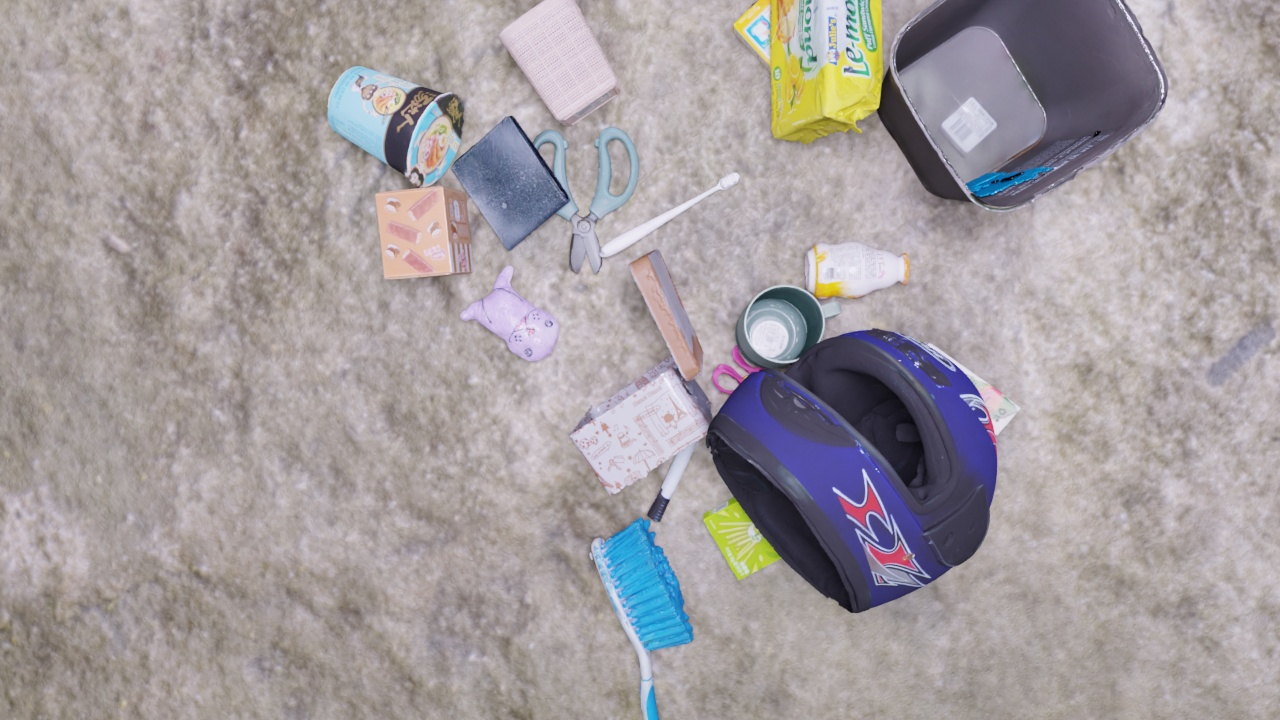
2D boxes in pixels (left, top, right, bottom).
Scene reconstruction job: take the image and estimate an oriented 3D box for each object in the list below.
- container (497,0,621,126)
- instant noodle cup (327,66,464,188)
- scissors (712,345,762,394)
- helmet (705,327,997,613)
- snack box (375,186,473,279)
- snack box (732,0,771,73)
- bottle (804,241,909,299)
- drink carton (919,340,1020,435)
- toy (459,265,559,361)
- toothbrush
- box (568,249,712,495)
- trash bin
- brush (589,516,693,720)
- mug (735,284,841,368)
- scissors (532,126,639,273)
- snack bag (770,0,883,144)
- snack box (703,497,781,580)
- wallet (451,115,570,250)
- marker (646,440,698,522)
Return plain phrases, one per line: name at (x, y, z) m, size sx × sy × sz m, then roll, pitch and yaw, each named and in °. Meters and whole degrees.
container at (-0.081, -0.323, 0.995) m, size 0.090 × 0.090 × 0.111 m, roll -32°, pitch 96°, yaw 7°
instant noodle cup at (-0.274, -0.264, 1.012) m, size 0.120 × 0.111 × 0.111 m, roll 26°, pitch 98°, yaw 9°
scissors at (0.152, 0.032, 1.055) m, size 0.137 × 0.017 × 0.072 m, roll 32°, pitch 90°, yaw -4°
helmet at (0.219, 0.086, 0.893) m, size 0.240 × 0.315 × 0.247 m, roll -43°, pitch 51°, yaw -10°
snack box at (-0.239, -0.141, 1.024) m, size 0.077 × 0.092 × 0.094 m, roll -5°, pitch 96°, yaw 5°
snack box at (0.178, -0.342, 0.999) m, size 0.087 × 0.033 × 0.140 m, roll -43°, pitch 90°, yaw 8°
bottle at (0.237, -0.099, 1.006) m, size 0.108 × 0.063 × 0.063 m, roll -1°, pitch 96°, yaw 5°
drink carton at (0.351, 0.030, 1.017) m, size 0.122 × 0.053 × 0.045 m, roll 35°, pitch 98°, yaw 1°
toy at (-0.140, -0.047, 1.055) m, size 0.108 × 0.039 × 0.084 m, roll 40°, pitch 87°, yaw 0°
toothbrush at (0.032, -0.163, 1.032) m, size 0.180 × 0.016 × 0.016 m, roll -29°, pitch 94°, yaw 3°
box at (-0.013, 0.013, 0.982) m, size 0.158 × 0.180 × 0.217 m, roll -24°, pitch 96°, yaw 8°
trash bin at (0.345, -0.258, 0.901) m, size 0.199 × 0.219 × 0.198 m, roll -33°, pitch 92°, yaw 7°
brush at (0.016, 0.341, 1.084) m, size 0.109 × 0.060 × 0.314 m, roll -22°, pitch 97°, yaw 12°
mug at (0.160, -0.038, 0.994) m, size 0.112 × 0.106 × 0.082 m, roll -19°, pitch 85°, yaw -2°
scissors at (-0.080, -0.184, 1.046) m, size 0.161 × 0.019 × 0.179 m, roll 15°, pitch 99°, yaw 2°
snack bag at (0.182, -0.339, 0.908) m, size 0.068 × 0.158 × 0.246 m, roll -3°, pitch 96°, yaw -11°
snack box at (0.160, 0.180, 1.063) m, size 0.156 × 0.026 × 0.086 m, roll -29°, pitch 94°, yaw 7°
wallet at (-0.149, -0.200, 1.038) m, size 0.097 × 0.019 × 0.121 m, roll -35°, pitch 89°, yaw 21°
marker at (0.041, 0.129, 1.070) m, size 0.018 × 0.022 × 0.131 m, roll 29°, pitch 100°, yaw 30°
